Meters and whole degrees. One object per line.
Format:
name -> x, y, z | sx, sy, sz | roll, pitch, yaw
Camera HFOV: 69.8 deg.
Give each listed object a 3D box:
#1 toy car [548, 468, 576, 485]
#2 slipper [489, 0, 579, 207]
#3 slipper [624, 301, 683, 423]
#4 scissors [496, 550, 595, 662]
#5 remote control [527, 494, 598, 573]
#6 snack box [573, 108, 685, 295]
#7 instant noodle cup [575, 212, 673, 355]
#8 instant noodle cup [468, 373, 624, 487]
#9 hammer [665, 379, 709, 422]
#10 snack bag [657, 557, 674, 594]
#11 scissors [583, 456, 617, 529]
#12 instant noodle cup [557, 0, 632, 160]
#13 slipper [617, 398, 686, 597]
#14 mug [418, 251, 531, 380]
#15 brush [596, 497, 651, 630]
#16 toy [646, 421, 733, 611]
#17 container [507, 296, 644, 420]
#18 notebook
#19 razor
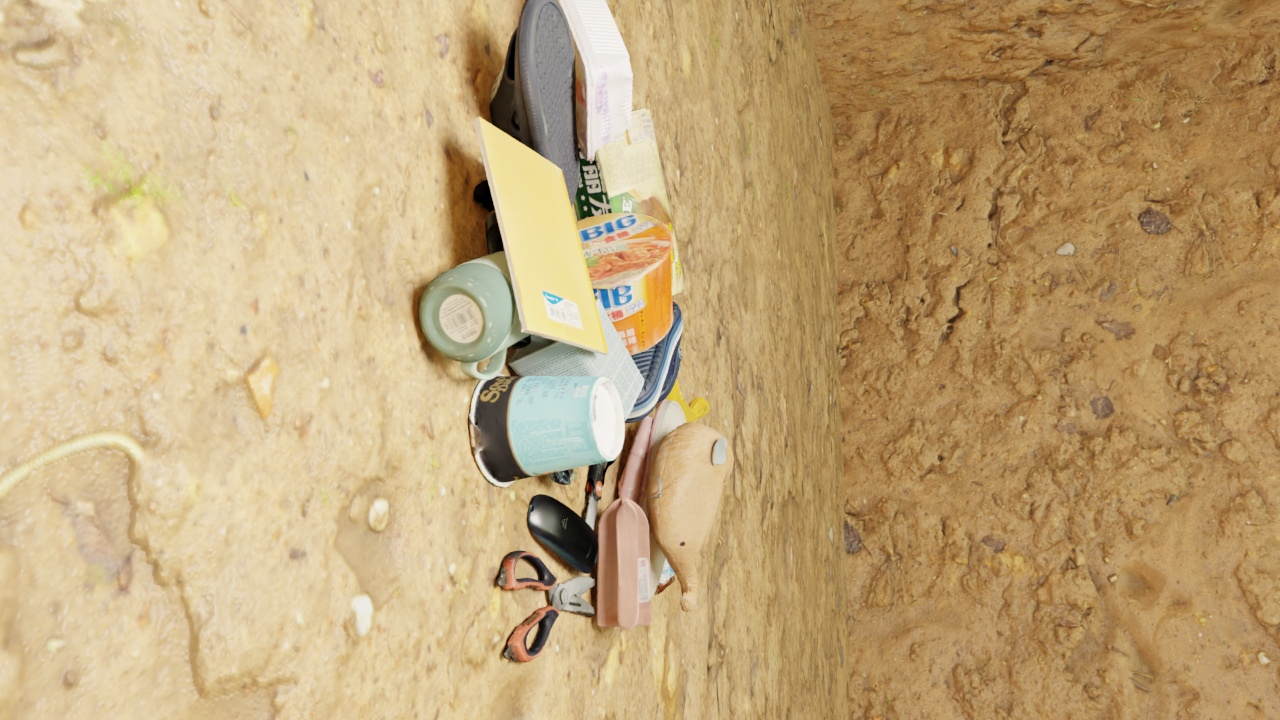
toy car -> -0.086, 0.087, 0.981 | 0.105, 0.031, 0.049 | -85, 154, -45
slipper -> -0.116, -0.250, 0.950 | 0.269, 0.083, 0.110 | 86, 16, -56
slipper -> -0.007, 0.007, 1.128 | 0.252, 0.105, 0.095 | -66, 150, -57
scissors -> -0.093, 0.253, 0.946 | 0.213, 0.015, 0.197 | -68, 146, -54
remote control -> -0.075, 0.186, 0.979 | 0.136, 0.024, 0.053 | 50, 42, -46
snack box -> -0.019, -0.185, 1.147 | 0.114, 0.063, 0.240 | -31, 115, -46
instant noodle cup -> -0.030, -0.081, 1.033 | 0.151, 0.151, 0.111 | -72, 157, -48
instant noodle cup -> -0.083, 0.061, 0.870 | 0.111, 0.121, 0.111 | -6, 90, -69
hammer -> 0.021, -0.029, 1.276 | 0.128, 0.033, 0.301 | -37, 116, -49
snack bag -> 0.028, 0.265, 1.252 | 0.048, 0.026, 0.104 | -25, 108, -56
scissors -> -0.044, 0.149, 1.094 | 0.125, 0.022, 0.234 | 39, 49, -63
instant noodle cup -> -0.054, -0.324, 1.015 | 0.138, 0.060, 0.173 | 94, -18, -56
slipper -> 0.008, 0.177, 1.178 | 0.114, 0.054, 0.273 | 52, 45, -52
mug -> -0.139, -0.034, 0.813 | 0.106, 0.082, 0.112 | -43, 141, -66
brush -> -0.018, 0.231, 1.051 | 0.073, 0.063, 0.145 | 150, -60, -80
toy -> 0.055, 0.185, 1.119 | 0.143, 0.083, 0.225 | 38, 58, -42
container -> -0.060, 0.011, 0.948 | 0.111, 0.090, 0.090 | 57, 30, -19
notebook -> -0.089, -0.111, 0.850 | 0.145, 0.010, 0.206 | 17, 55, -63
razor -> -0.128, -0.094, 0.905 | 0.067, 0.062, 0.167 | -152, -122, -77
